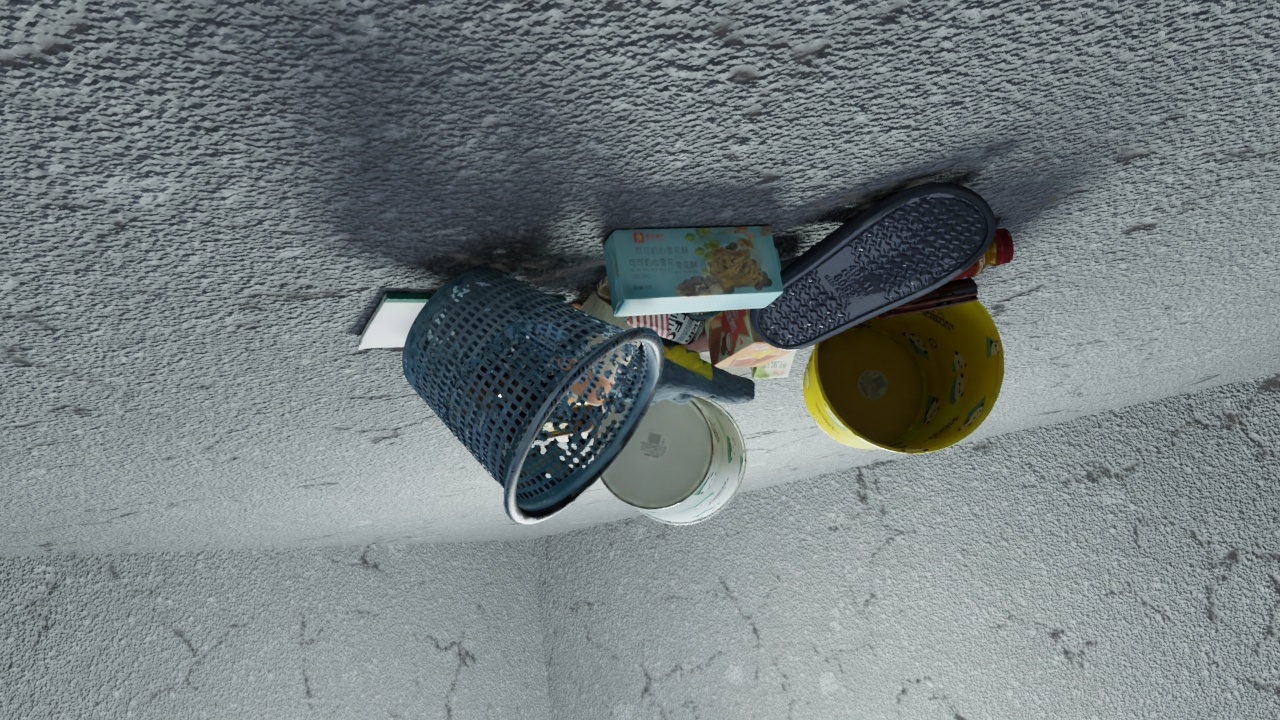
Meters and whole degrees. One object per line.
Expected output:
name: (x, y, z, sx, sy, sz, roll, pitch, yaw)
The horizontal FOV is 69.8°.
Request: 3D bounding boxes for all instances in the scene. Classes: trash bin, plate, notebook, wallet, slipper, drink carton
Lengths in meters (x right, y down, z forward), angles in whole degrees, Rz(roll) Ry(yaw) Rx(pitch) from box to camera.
trash bin: (0.042, 0.148, 1.458, 0.230, 0.229, 0.252, -12, 169, 10)
trash bin: (-0.120, 0.015, 0.916, 0.226, 0.195, 0.227, -44, 157, -25)
plate: (0.098, -0.007, 1.325, 0.192, 0.039, 0.192, -8, 165, -2)
notebook: (-0.208, -0.044, 1.065, 0.208, 0.012, 0.151, -1, 162, -29)
wallet: (0.318, -0.085, 1.072, 0.124, 0.032, 0.101, -12, -155, 1)
slipper: (0.232, -0.108, 0.962, 0.269, 0.083, 0.110, -31, 115, 29)
trash bin: (0.328, 0.020, 1.235, 0.229, 0.229, 0.255, -9, 170, 0)
drink carton: (0.176, -0.031, 1.201, 0.053, 0.045, 0.123, -5, 140, -10)

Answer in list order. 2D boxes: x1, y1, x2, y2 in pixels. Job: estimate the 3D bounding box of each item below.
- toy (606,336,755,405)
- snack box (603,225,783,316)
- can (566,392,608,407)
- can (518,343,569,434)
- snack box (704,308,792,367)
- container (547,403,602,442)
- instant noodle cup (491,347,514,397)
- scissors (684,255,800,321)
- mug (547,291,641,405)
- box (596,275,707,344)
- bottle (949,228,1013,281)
toy: (-0.007, 0.007, 1.155, 0.137, 0.091, 0.357, 30, 167, -29)
snack box: (0.053, -0.091, 0.927, 0.174, 0.074, 0.052, -4, 165, -17)
can: (-0.113, 0.042, 1.345, 0.146, 0.058, 0.058, -8, 165, -4)
can: (-0.136, 0.038, 1.224, 0.075, 0.111, 0.075, -6, 164, -2)
snack box: (0.131, -0.049, 1.088, 0.077, 0.092, 0.095, 0, 163, -27)
container: (-0.109, 0.080, 1.435, 0.090, 0.090, 0.111, -12, 168, 10)
instant noodle cup: (-0.186, 0.009, 1.089, 0.099, 0.099, 0.110, -4, 154, -16)
scissors: (0.121, -0.089, 1.014, 0.165, 0.014, 0.163, 31, 104, -38)
mug: (-0.059, -0.022, 1.057, 0.081, 0.114, 0.106, 26, 103, -48)
box: (0.013, -0.071, 1.030, 0.086, 0.076, 0.163, 27, -171, 34)
bottle: (0.324, -0.114, 1.030, 0.175, 0.057, 0.057, -10, 165, 5)
